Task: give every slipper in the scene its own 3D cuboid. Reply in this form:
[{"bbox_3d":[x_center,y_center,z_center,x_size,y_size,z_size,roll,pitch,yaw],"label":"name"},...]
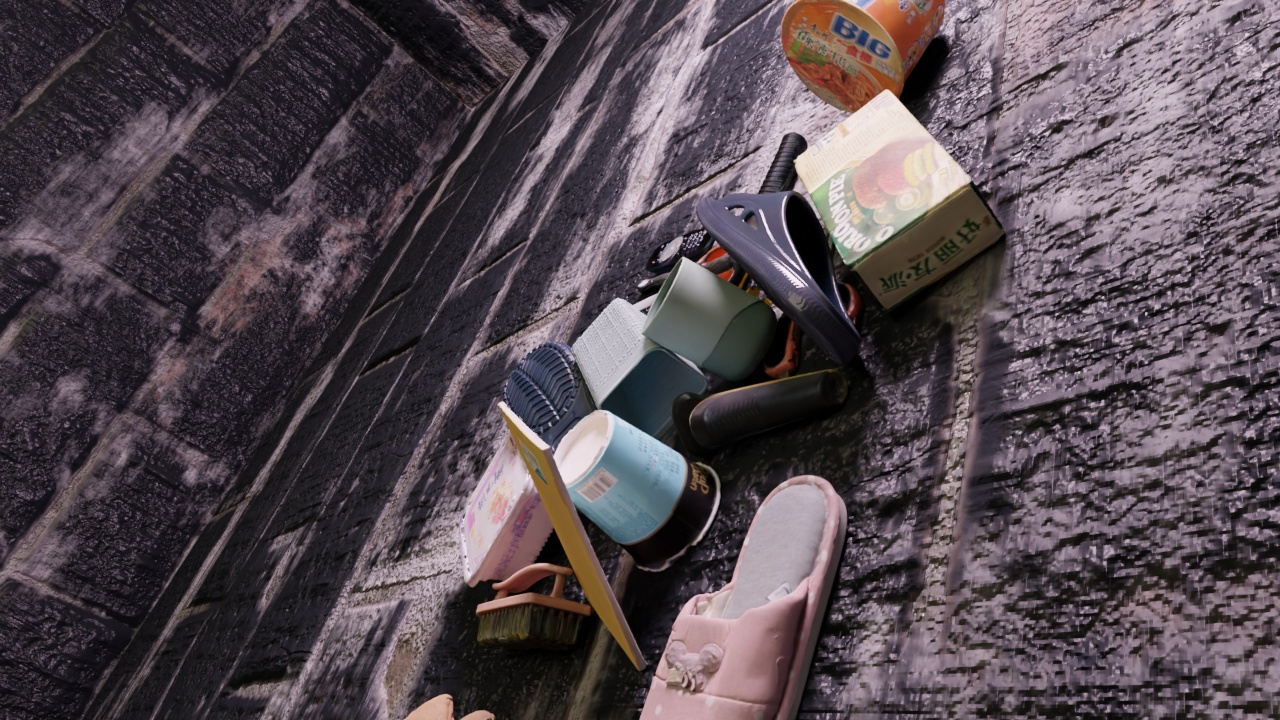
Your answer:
[{"bbox_3d":[0.135,-0.089,0.803,0.083,0.110,0.268,-41,31,8],"label":"slipper"},{"bbox_3d":[-0.061,0.072,0.971,0.105,0.095,0.252,-48,42,9],"label":"slipper"},{"bbox_3d":[0.064,0.194,0.624,0.114,0.054,0.273,-9,48,56],"label":"slipper"}]

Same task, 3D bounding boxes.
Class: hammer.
[{"bbox_3d":[0.122,-0.134,1.004,0.129,0.033,0.300,-14,44,53],"label":"hammer"}]

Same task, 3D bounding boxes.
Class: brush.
[{"bbox_3d":[-0.107,0.231,0.854,0.146,0.063,0.073,-28,49,53],"label":"brush"}]

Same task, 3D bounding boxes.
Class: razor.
[{"bbox_3d":[0.101,0.040,0.788,0.168,0.062,0.067,-19,8,41],"label":"razor"},{"bbox_3d":[0.032,-0.097,1.122,0.042,0.022,0.143,-57,24,-17],"label":"razor"}]

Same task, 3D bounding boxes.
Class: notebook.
[{"bbox_3d":[-0.059,0.140,0.753,0.010,0.206,0.146,-27,20,-15],"label":"notebook"}]

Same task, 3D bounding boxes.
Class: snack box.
[{"bbox_3d":[0.217,-0.149,0.810,0.115,0.063,0.239,-36,28,18],"label":"snack box"}]

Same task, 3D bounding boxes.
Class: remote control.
[{"bbox_3d":[0.054,-0.133,1.128,0.137,0.024,0.053,-10,48,57],"label":"remote control"}]

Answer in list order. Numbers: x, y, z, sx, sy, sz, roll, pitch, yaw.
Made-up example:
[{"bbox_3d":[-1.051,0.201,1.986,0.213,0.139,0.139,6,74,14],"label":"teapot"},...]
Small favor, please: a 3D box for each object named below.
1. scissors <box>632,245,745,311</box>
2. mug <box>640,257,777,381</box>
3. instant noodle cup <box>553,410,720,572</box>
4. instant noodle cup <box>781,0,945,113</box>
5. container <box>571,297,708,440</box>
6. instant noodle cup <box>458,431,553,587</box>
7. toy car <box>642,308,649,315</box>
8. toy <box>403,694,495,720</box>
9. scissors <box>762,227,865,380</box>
[{"bbox_3d":[0.032,-0.067,1.002,0.236,0.021,0.124,-34,30,34],"label":"scissors"},{"bbox_3d":[0.068,-0.043,0.865,0.082,0.106,0.111,-59,7,32],"label":"mug"},{"bbox_3d":[-0.011,0.105,0.795,0.111,0.120,0.111,-39,27,24],"label":"instant noodle cup"},{"bbox_3d":[0.243,-0.356,0.979,0.111,0.151,0.151,-50,23,-16],"label":"instant noodle cup"},{"bbox_3d":[-0.006,0.005,0.931,0.090,0.090,0.111,-47,39,12],"label":"container"},{"bbox_3d":[-0.136,0.161,0.983,0.138,0.060,0.173,-60,17,5],"label":"instant noodle cup"},{"bbox_3d":[0.025,-0.045,1.047,0.049,0.031,0.105,-38,22,26],"label":"toy car"},{"bbox_3d":[-0.195,0.369,0.811,0.227,0.082,0.143,-16,37,57],"label":"toy"},{"bbox_3d":[0.168,-0.070,0.859,0.197,0.015,0.214,-52,23,0],"label":"scissors"}]
